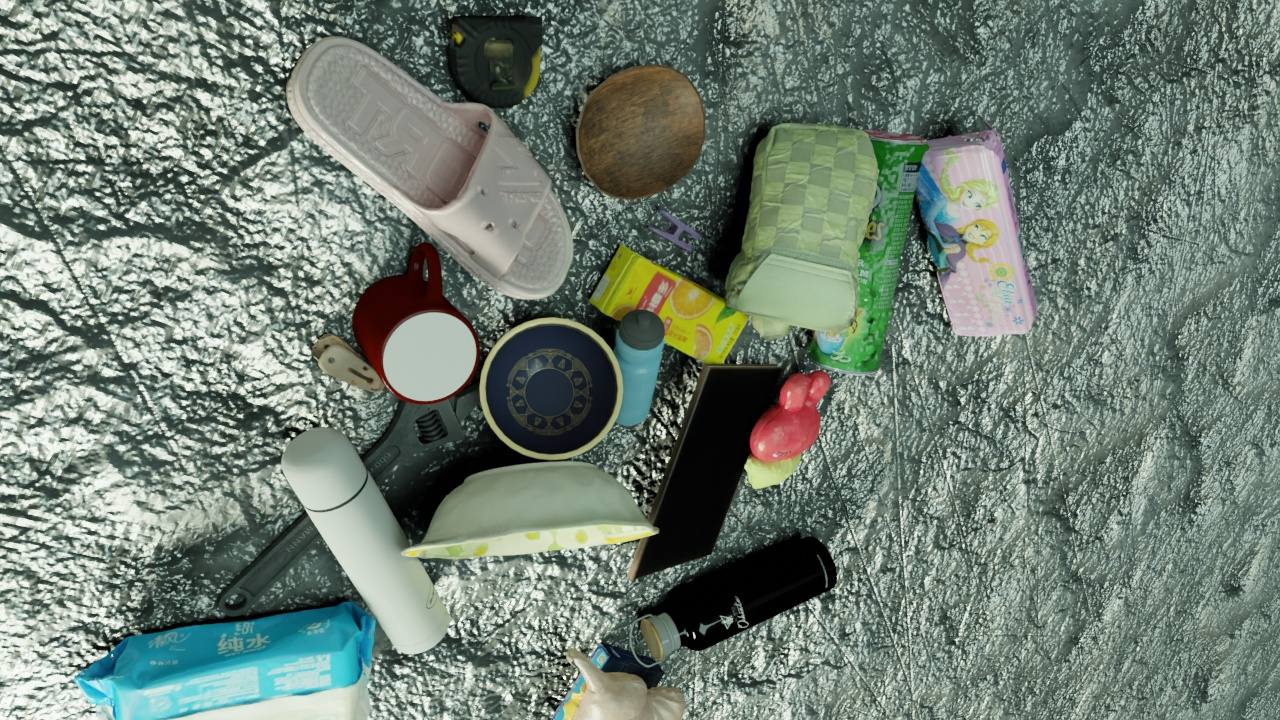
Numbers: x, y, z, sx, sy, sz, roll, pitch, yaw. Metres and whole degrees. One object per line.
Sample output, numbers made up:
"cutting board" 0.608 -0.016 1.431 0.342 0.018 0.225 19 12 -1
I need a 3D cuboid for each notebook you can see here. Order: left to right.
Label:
"notebook" 0.063 0.101 0.865 0.141 0.008 0.209 0 113 -55

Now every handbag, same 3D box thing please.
"handbag" 0.137 -0.108 0.794 0.113 0.117 0.186 13 80 -6

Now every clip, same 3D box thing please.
"clip" -0.213 0.006 0.680 0.061 0.043 0.025 37 91 -30
"clip" 0.031 -0.113 0.786 0.036 0.013 0.053 -49 128 -2

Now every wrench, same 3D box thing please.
"wrench" -0.229 0.101 0.728 0.273 0.018 0.073 -44 126 -4

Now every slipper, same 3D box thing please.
"slipper" -0.128 -0.134 0.639 0.239 0.065 0.094 38 68 -32

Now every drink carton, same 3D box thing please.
"drink carton" 0.026 -0.046 0.793 0.134 0.043 0.058 24 99 -36

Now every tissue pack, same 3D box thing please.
"tissue pack" -0.316 0.262 0.719 0.209 0.066 0.117 -5 114 -27

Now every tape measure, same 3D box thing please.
"tape measure" -0.103 -0.211 0.649 0.067 0.038 0.063 -10 115 -27

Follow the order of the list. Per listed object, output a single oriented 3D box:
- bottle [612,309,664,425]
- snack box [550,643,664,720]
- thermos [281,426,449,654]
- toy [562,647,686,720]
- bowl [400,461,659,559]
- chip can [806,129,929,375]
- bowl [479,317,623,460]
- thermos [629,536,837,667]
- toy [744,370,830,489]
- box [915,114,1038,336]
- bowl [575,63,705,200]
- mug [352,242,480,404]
"bottle" -0.005 0.004 0.766 0.040 0.040 0.130 -20 148 -22
"snack box" -0.048 0.366 0.940 0.082 0.027 0.150 31 93 -35
"thermos" -0.211 0.144 0.717 0.052 0.052 0.224 -29 130 -16
"toy" -0.070 0.408 0.898 0.196 0.065 0.264 36 97 -27
"bowl" -0.086 0.121 0.747 0.219 0.189 0.060 5 71 -35
"chip can" 0.209 -0.098 0.857 0.075 0.075 0.223 -4 113 -28
"bowl" -0.073 0.025 0.748 0.112 0.061 0.112 1 85 -8
"thermos" 0.093 0.251 0.949 0.231 0.061 0.061 -18 119 -22
"toy" 0.145 0.068 0.902 0.091 0.045 0.135 -6 125 -48
"box" 0.345 -0.139 0.928 0.096 0.085 0.230 -58 133 -37
"bowl" -0.004 -0.182 0.727 0.114 0.026 0.102 -21 120 -20
"mug" -0.161 -0.032 0.667 0.073 0.082 0.106 6 108 -32
